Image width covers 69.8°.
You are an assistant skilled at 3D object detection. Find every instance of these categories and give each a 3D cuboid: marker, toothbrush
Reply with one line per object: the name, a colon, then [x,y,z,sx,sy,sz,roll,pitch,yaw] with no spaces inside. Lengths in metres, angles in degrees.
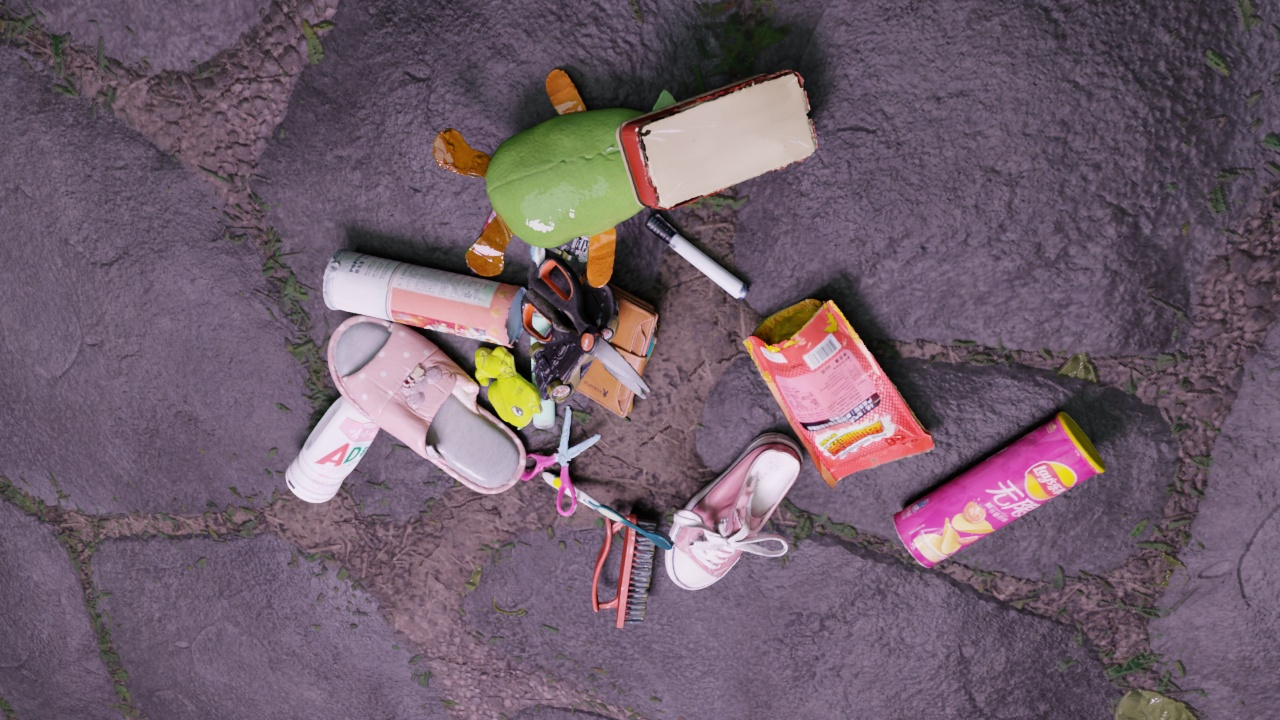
marker: [0.061,-0.109,0.963,0.130,0.018,0.023,36,107,-4]
toothbrush: [-0.040,0.175,1.089,0.192,0.018,0.016,26,117,25]
toothbrush: [-0.112,-0.025,1.037,0.027,0.026,0.225,27,125,43]

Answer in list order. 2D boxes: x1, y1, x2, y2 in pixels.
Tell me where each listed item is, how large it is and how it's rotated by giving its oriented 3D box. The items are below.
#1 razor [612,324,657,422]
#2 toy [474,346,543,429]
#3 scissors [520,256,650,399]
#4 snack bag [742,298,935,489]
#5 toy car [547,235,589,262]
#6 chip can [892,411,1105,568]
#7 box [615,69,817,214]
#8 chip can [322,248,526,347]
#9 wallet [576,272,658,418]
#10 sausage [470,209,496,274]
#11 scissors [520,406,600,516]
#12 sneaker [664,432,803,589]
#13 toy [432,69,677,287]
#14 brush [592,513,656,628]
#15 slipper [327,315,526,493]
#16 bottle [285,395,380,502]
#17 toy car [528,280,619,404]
razor: [-0.006,0.006,1.025,0.043,0.028,0.133,35,120,26]
toy: [-0.154,0.031,1.060,0.097,0.031,0.100,-1,108,41]
scissors: [-0.052,-0.038,0.915,0.235,0.021,0.136,14,93,47]
snack bag: [0.206,0.037,0.974,0.129,0.073,0.208,-27,111,27]
toy car: [-0.087,-0.138,0.973,0.091,0.036,0.043,26,116,6]
chip can: [0.374,0.140,0.972,0.211,0.071,0.071,-39,101,25]
box: [0.074,-0.200,0.841,0.168,0.079,0.091,-23,110,-12]
chip can: [-0.237,-0.070,1.021,0.215,0.071,0.071,12,116,8]
wallet: [-0.032,-0.014,1.005,0.119,0.035,0.131,31,120,27]
sausage: [-0.152,-0.156,0.991,0.020,0.020,0.156,32,117,-3]
scissors: [-0.100,0.117,1.096,0.125,0.017,0.133,13,101,30]
sneaker: [0.100,0.188,1.049,0.118,0.087,0.242,34,117,-3]
toy: [-0.071,-0.180,0.906,0.247,0.090,0.227,-14,88,4]
brush: [-0.021,0.251,1.121,0.069,0.063,0.146,6,115,-4]
slipper: [-0.245,0.053,1.065,0.274,0.054,0.114,43,73,-11]
bottle: [-0.365,0.090,1.129,0.068,0.068,0.197,38,114,-5]
toy car: [-0.068,-0.019,0.975,0.158,0.042,0.070,-51,51,32]
